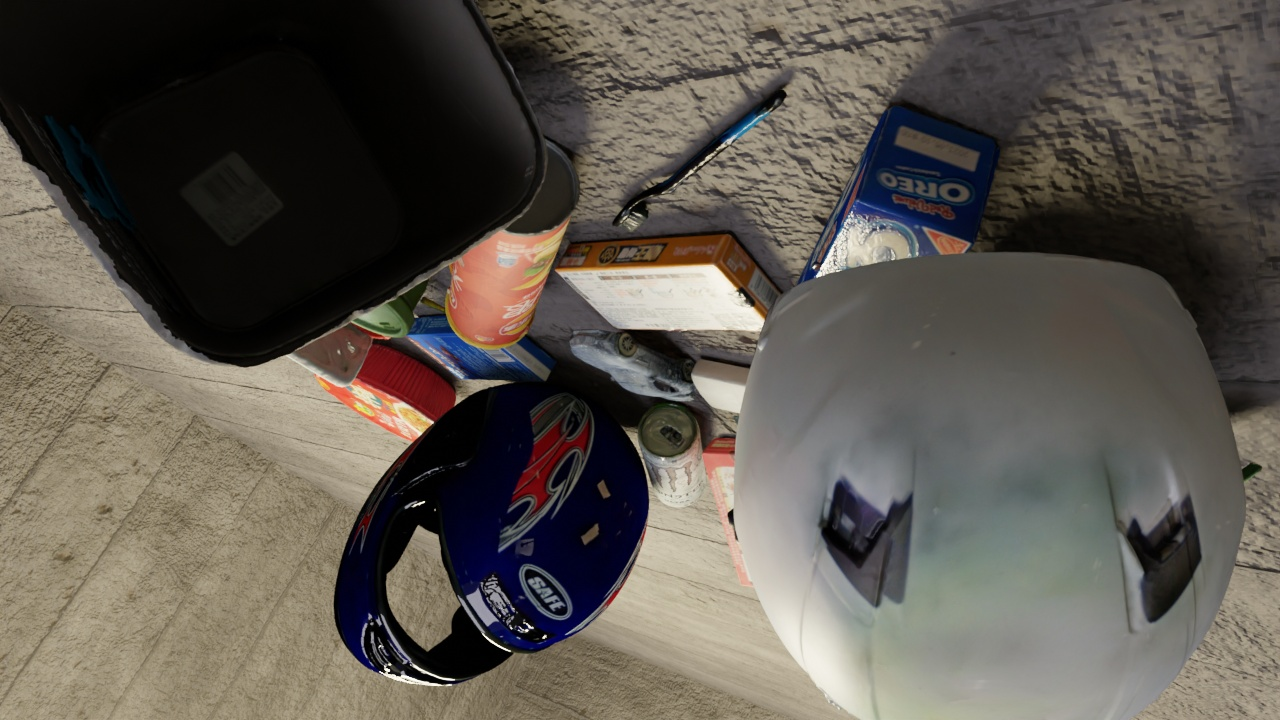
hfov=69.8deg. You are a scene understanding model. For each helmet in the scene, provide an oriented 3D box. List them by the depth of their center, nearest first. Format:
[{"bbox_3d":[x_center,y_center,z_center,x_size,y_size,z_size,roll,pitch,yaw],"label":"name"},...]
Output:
[{"bbox_3d":[0.149,0.086,0.409,0.229,0.145,0.259,3,124,10],"label":"helmet"},{"bbox_3d":[-0.124,0.166,0.888,0.241,0.314,0.247,-9,128,42],"label":"helmet"}]

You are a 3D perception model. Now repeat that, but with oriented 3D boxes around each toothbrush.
[{"bbox_3d":[0.027,-0.105,0.508,0.016,0.014,0.190,32,157,-17],"label":"toothbrush"}]

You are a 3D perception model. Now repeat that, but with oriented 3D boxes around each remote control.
[{"bbox_3d":[0.105,0.029,0.714,0.135,0.019,0.056,12,154,33],"label":"remote control"}]

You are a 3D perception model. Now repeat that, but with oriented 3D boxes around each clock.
[{"bbox_3d":[-0.258,-0.084,0.817,0.116,0.056,0.161,3,149,44],"label":"clock"}]

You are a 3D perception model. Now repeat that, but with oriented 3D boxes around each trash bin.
[{"bbox_3d":[-0.197,-0.112,0.479,0.199,0.198,0.220,60,156,-12],"label":"trash bin"}]

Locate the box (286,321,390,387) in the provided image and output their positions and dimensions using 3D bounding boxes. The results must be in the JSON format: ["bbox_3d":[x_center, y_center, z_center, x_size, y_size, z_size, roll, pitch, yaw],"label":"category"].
[{"bbox_3d":[-0.345,-0.058,0.913,0.201,0.101,0.095,40,156,-32],"label":"box"}]

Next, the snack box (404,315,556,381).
[{"bbox_3d":[-0.162,-0.012,0.912,0.157,0.026,0.084,0,147,48],"label":"snack box"}]

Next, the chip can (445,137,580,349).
[{"bbox_3d":[-0.094,-0.074,0.638,0.073,0.073,0.217,28,157,-5],"label":"chip can"}]

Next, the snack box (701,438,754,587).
[{"bbox_3d":[0.110,0.140,0.820,0.075,0.025,0.153,-1,118,33],"label":"snack box"}]

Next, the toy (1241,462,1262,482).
[{"bbox_3d":[0.196,0.052,0.519,0.247,0.089,0.227,5,133,4],"label":"toy"}]

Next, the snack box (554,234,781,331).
[{"bbox_3d":[0.017,-0.051,0.625,0.154,0.026,0.075,4,150,45],"label":"snack box"}]

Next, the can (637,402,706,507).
[{"bbox_3d":[0.032,0.095,0.894,0.058,0.058,0.147,20,158,16],"label":"can"}]

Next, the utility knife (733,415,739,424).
[{"bbox_3d":[0.171,0.083,0.780,0.195,0.020,0.031,15,159,17],"label":"utility knife"}]

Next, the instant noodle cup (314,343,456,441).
[{"bbox_3d":[-0.299,0.040,1.133,0.194,0.065,0.194,23,158,10],"label":"instant noodle cup"}]

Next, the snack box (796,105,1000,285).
[{"bbox_3d":[0.116,-0.044,0.487,0.058,0.057,0.208,21,158,5],"label":"snack box"}]

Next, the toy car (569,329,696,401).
[{"bbox_3d":[-0.004,0.004,0.737,0.120,0.036,0.054,26,165,-40],"label":"toy car"}]

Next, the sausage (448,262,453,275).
[{"bbox_3d":[-0.141,-0.097,0.702,0.021,0.021,0.165,25,158,4],"label":"sausage"}]
